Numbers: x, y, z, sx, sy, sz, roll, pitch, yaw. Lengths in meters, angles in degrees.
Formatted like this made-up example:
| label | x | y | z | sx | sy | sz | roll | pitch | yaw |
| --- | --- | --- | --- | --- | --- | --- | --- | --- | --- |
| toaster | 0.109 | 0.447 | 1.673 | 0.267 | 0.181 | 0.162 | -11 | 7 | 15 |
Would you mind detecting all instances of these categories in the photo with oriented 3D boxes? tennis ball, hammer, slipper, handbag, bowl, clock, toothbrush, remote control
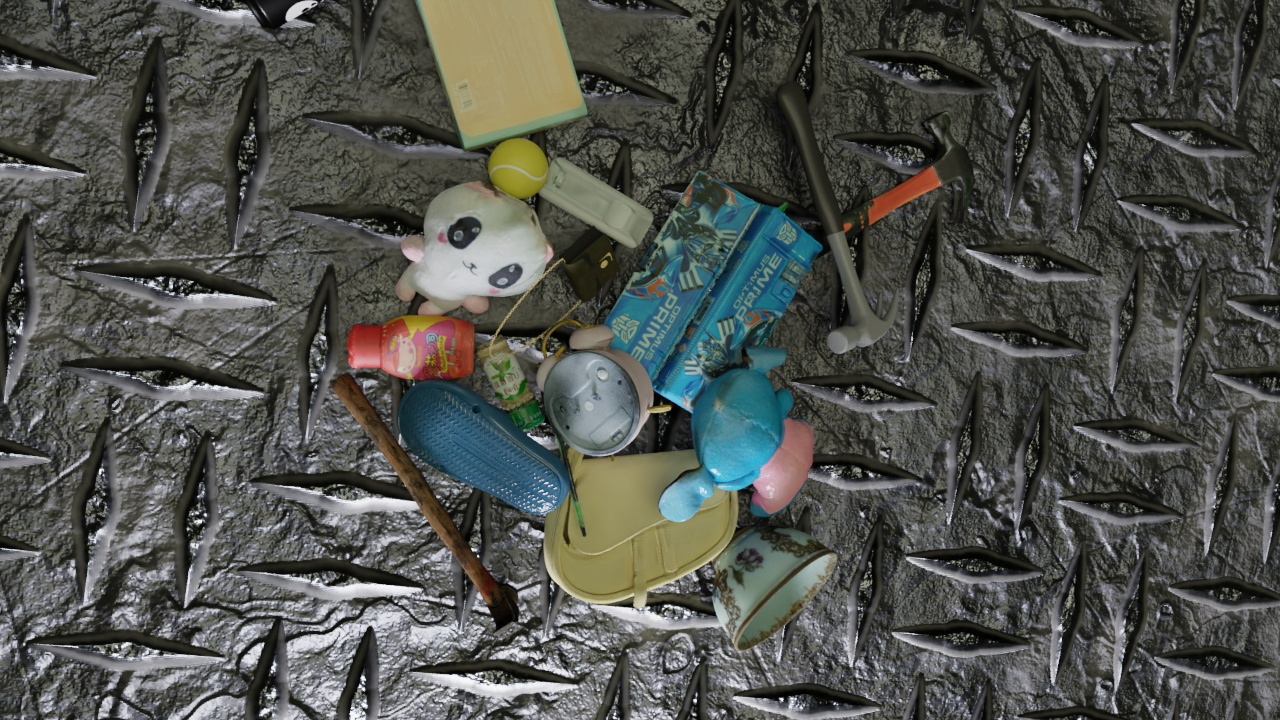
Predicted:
| label | x | y | z | sx | sy | sz | roll | pitch | yaw |
| --- | --- | --- | --- | --- | --- | --- | --- | --- | --- |
| tennis ball | -0.133 | -0.209 | 1.001 | 0.065 | 0.065 | 0.065 | -1 | 95 | -12 |
| hammer | 0.256 | -0.166 | 1.102 | 0.333 | 0.033 | 0.133 | -29 | 102 | -8 |
| slipper | -0.169 | 0.090 | 1.013 | 0.214 | 0.059 | 0.104 | 30 | 115 | 4 |
| handbag | 0.003 | 0.178 | 1.057 | 0.232 | 0.088 | 0.191 | -5 | 93 | -11 |
| handbag | -0.097 | -0.065 | 1.009 | 0.177 | 0.084 | 0.027 | -44 | 60 | -14 |
| hammer | -0.234 | 0.154 | 1.002 | 0.033 | 0.120 | 0.330 | -35 | 95 | -7 |
| bowl | 0.142 | 0.250 | 1.077 | 0.160 | 0.160 | 0.094 | -41 | 61 | -6 |
| clock | -0.054 | 0.027 | 1.010 | 0.117 | 0.058 | 0.158 | -43 | 83 | 28 |
| hammer | 0.218 | -0.167 | 1.047 | 0.124 | 0.030 | 0.311 | -20 | 92 | -41 |
| toothbrush | -0.083 | 0.107 | 1.025 | 0.017 | 0.014 | 0.188 | -9 | 67 | -22 |
| remote control | -0.050 | -0.179 | 1.043 | 0.133 | 0.022 | 0.050 | 29 | 89 | -13 |

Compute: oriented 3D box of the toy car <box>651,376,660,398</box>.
| label | x | y | z | sx | sy | sz | roll | pitch | yaw |
| --- | --- | --- | --- | --- | --- | --- | --- | --- | --- |
| toy car | -0.006 | 0.006 | 1.069 | 0.038 | 0.025 | 0.089 | -30 | 101 | -8 |

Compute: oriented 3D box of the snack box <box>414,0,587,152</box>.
| label | x | y | z | sx | sy | sz | roll | pitch | yaw |
| --- | --- | --- | --- | --- | --- | --- | --- | --- | --- |
| snack box | -0.153 | -0.340 | 0.995 | 0.141 | 0.044 | 0.193 | -18 | 99 | -10 |

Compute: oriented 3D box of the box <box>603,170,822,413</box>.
| label | x | y | z | sx | sy | sz | roll | pitch | yaw |
| --- | --- | --- | --- | --- | --- | --- | --- | --- | --- |
| box | 0.078 | -0.070 | 1.031 | 0.175 | 0.060 | 0.243 | 32 | 89 | -13 |

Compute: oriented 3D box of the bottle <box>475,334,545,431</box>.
| label | x | y | z | sx | sy | sz | roll | pitch | yaw |
| --- | --- | --- | --- | --- | --- | --- | --- | --- | --- |
| bottle | -0.147 | 0.026 | 1.033 | 0.042 | 0.043 | 0.110 | -25 | 98 | -9 |

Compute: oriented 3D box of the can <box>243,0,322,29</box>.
| label | x | y | z | sx | sy | sz | roll | pitch | yaw |
| --- | --- | --- | --- | --- | --- | --- | --- | --- | --- |
| can | -0.341 | -0.406 | 0.931 | 0.146 | 0.080 | 0.080 | -34 | 101 | -7 |

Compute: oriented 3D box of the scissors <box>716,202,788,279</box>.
| label | x | y | z | sx | sy | sz | roll | pitch | yaw |
| --- | --- | --- | --- | --- | --- | --- | --- | --- | --- |
| scissors | 0.124 | -0.153 | 1.088 | 0.127 | 0.011 | 0.123 | -43 | 105 | -5 |

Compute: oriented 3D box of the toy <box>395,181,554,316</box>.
| label | x | y | z | sx | sy | sz | roll | pitch | yaw |
| --- | --- | --- | --- | --- | --- | --- | --- | --- | --- |
| toy | -0.187 | -0.112 | 0.990 | 0.180 | 0.101 | 0.139 | -38 | 115 | 13 |

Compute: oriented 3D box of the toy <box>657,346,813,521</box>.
| label | x | y | z | sx | sy | sz | roll | pitch | yaw |
| --- | --- | --- | --- | --- | --- | --- | --- | --- | --- |
| toy | 0.119 | 0.098 | 1.013 | 0.191 | 0.099 | 0.223 | 42 | 72 | -39 |

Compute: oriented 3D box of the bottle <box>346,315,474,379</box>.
| label | x | y | z | sx | sy | sz | roll | pitch | yaw |
| --- | --- | --- | --- | --- | --- | --- | --- | --- | --- |
| bottle | -0.250 | -0.014 | 1.001 | 0.134 | 0.048 | 0.072 | 1 | 119 | -11 |

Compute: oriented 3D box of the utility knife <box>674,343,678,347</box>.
| label | x | y | z | sx | sy | sz | roll | pitch | yaw |
| --- | --- | --- | --- | --- | --- | --- | --- | --- | --- |
| utility knife | 0.107 | 0.031 | 1.094 | 0.174 | 0.029 | 0.020 | 34 | 92 | -14 |
